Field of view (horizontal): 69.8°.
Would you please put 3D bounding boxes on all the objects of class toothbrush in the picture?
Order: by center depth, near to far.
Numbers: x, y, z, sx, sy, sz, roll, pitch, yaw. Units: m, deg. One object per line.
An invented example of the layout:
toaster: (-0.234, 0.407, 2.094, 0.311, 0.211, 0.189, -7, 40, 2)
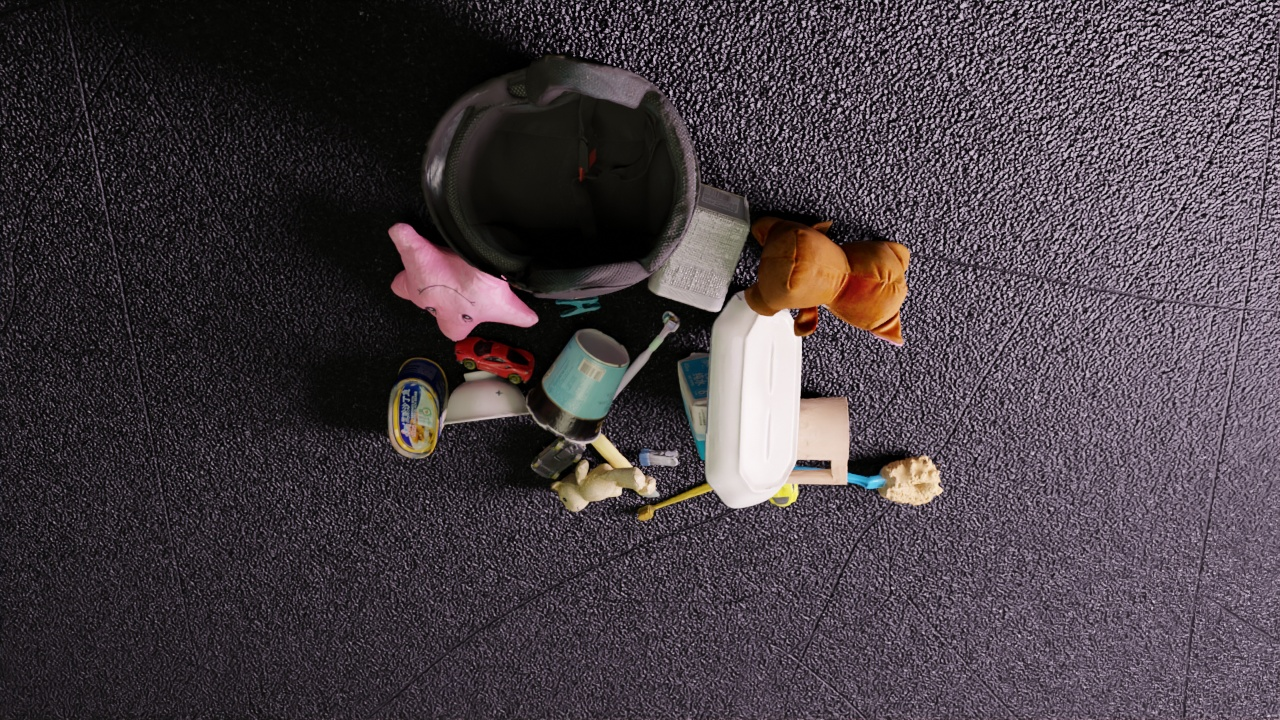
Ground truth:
toothbrush: (-0.007, 0.007, 1.207, 0.021, 0.029, 0.190, -1, 141, -44)
toothbrush: (0.077, 0.197, 1.343, 0.190, 0.016, 0.016, -25, 122, 22)

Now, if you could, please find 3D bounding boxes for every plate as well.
plate: (0.145, 0.048, 1.100, 0.034, 0.161, 0.266, 7, 96, 45)

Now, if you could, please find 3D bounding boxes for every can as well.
can: (-0.306, 0.067, 1.263, 0.074, 0.049, 0.148, 12, 128, -3)

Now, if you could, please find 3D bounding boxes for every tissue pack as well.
tissue pack: (0.091, 0.058, 1.163, 0.063, 0.140, 0.090, -12, 121, -2)

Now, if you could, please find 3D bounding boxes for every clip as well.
clip: (-0.078, -0.070, 1.158, 0.056, 0.014, 0.040, -10, 126, 12)
clip: (0.027, 0.137, 1.305, 0.057, 0.033, 0.025, 1, 125, 13)

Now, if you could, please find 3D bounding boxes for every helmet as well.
helmet: (-0.073, -0.182, 0.942, 0.275, 0.230, 0.233, 5, 97, 8)

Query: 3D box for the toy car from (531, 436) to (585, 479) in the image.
toy car: (-0.117, 0.134, 1.304, 0.042, 0.035, 0.091, 38, 122, -19)

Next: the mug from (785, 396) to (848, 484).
mug: (0.221, 0.109, 1.216, 0.103, 0.084, 0.125, -1, 113, 9)

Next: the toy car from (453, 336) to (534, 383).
toy car: (-0.190, -0.004, 1.197, 0.106, 0.049, 0.031, 17, 126, -7)

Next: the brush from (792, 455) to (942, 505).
brush: (0.294, 0.162, 1.269, 0.254, 0.045, 0.083, 3, 135, -1)

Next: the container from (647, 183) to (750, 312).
container: (0.069, -0.134, 1.050, 0.090, 0.090, 0.115, 16, 124, -7)

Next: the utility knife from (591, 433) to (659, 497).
utility knife: (-0.039, 0.135, 1.307, 0.031, 0.021, 0.207, -24, 128, 24)

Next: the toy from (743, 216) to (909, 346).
toy: (0.219, -0.091, 1.051, 0.199, 0.130, 0.140, 8, 90, -14)

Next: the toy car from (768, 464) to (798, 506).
toy car: (0.197, 0.165, 1.299, 0.048, 0.032, 0.105, -6, 125, 11)

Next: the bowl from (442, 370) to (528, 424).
bowl: (-0.207, 0.047, 1.219, 0.118, 0.118, 0.064, -8, 87, 11)

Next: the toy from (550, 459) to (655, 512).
toy: (-0.052, 0.179, 1.304, 0.158, 0.066, 0.105, -12, 152, 32)

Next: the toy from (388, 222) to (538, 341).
toy: (-0.217, -0.081, 1.123, 0.194, 0.074, 0.179, 17, 141, 4)

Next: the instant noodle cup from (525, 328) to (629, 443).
instant noodle cup: (-0.074, 0.026, 1.183, 0.111, 0.111, 0.121, 25, 117, -13)
